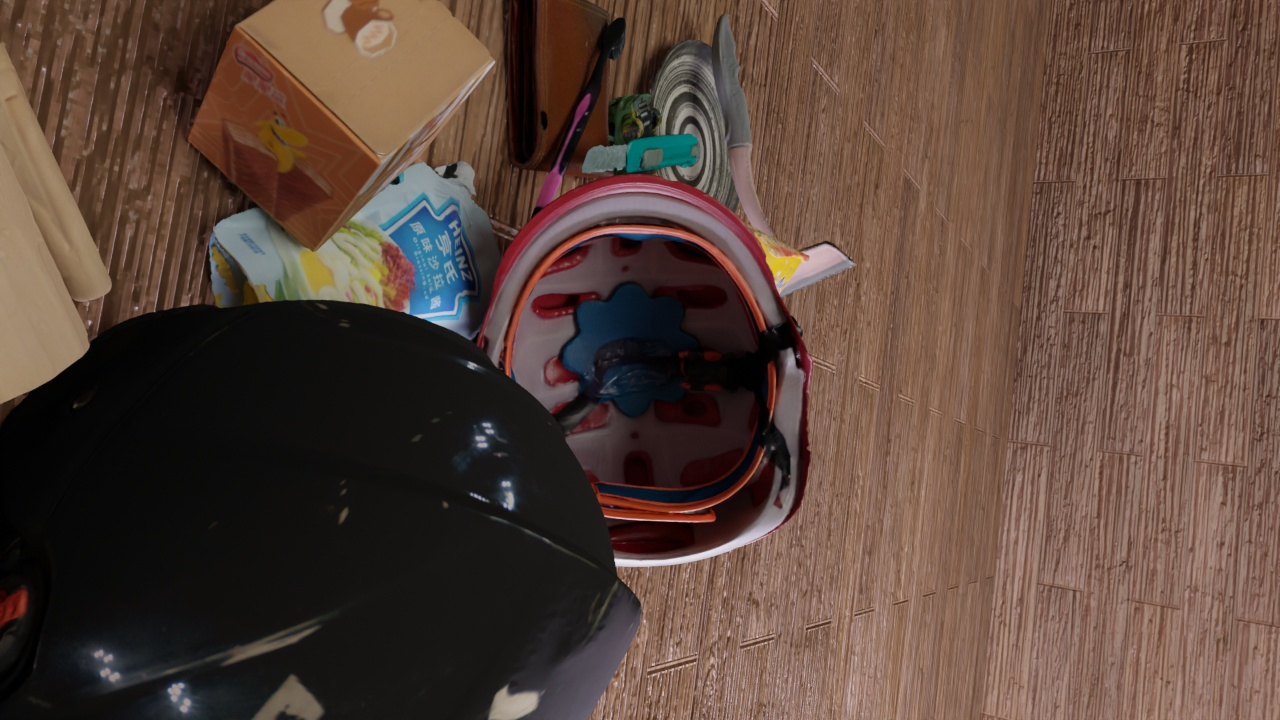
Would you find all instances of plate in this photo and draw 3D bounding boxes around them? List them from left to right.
[{"bbox_3d":[0.046,-0.188,0.810,0.179,0.024,0.179,-6,98,-58],"label":"plate"}]

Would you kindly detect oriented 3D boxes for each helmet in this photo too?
[{"bbox_3d":[-0.135,0.112,0.383,0.274,0.230,0.233,-54,139,-11],"label":"helmet"},{"bbox_3d":[-0.004,0.003,0.598,0.144,0.207,0.240,-119,-157,-80],"label":"helmet"}]

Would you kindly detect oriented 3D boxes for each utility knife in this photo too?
[{"bbox_3d":[0.007,-0.153,0.684,0.216,0.013,0.029,-31,132,-61],"label":"utility knife"}]

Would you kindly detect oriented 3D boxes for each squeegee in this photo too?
[{"bbox_3d":[0.094,-0.178,0.795,0.248,0.040,0.249,151,-77,-85],"label":"squeegee"}]

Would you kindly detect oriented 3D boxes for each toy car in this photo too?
[{"bbox_3d":[-0.007,-0.161,0.713,0.043,0.036,0.091,-46,141,-54],"label":"toy car"}]

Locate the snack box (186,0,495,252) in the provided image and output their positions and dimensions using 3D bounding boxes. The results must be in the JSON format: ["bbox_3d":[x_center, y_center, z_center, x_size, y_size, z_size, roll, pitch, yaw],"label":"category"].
[{"bbox_3d":[-0.139,-0.122,0.429,0.077,0.095,0.092,44,51,-14],"label":"snack box"}]

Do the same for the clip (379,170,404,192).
[{"bbox_3d":[-0.150,-0.116,0.493,0.056,0.014,0.043,55,41,-9],"label":"clip"}]

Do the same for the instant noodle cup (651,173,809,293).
[{"bbox_3d":[0.044,-0.064,0.709,0.138,0.138,0.110,12,109,-58],"label":"instant noodle cup"}]

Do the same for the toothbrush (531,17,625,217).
[{"bbox_3d":[-0.040,-0.165,0.626,0.018,0.014,0.188,73,32,-59],"label":"toothbrush"}]

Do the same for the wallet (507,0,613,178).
[{"bbox_3d":[-0.052,-0.192,0.645,0.101,0.032,0.124,-14,107,-60],"label":"wallet"}]

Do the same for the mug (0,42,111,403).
[{"bbox_3d":[-0.244,-0.047,0.319,0.124,0.084,0.104,-83,163,-62],"label":"mug"}]

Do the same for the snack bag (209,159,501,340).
[{"bbox_3d":[-0.142,-0.047,0.513,0.190,0.039,0.110,-35,111,-52],"label":"snack bag"}]
